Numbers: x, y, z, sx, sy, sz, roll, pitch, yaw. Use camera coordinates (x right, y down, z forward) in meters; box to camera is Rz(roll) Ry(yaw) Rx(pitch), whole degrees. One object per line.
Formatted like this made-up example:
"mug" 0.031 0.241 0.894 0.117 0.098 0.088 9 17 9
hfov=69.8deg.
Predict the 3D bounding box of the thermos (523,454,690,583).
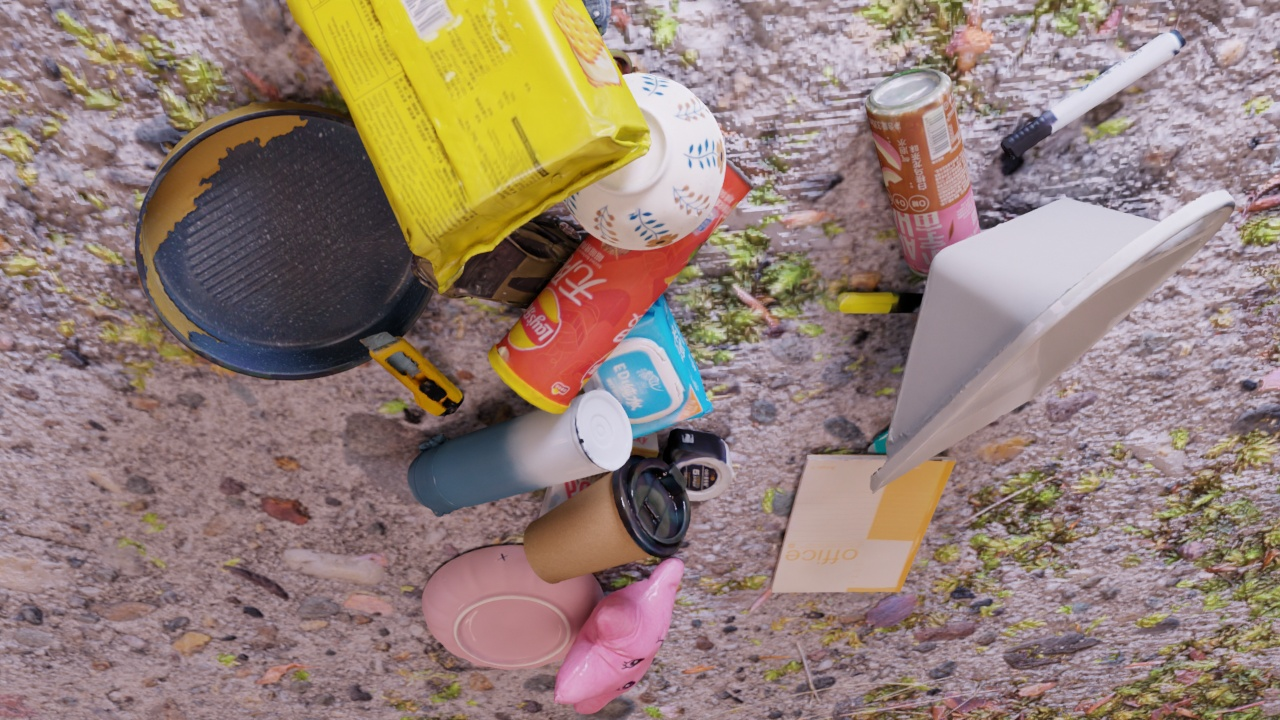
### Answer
"thermos" -0.031 0.145 0.812 0.144 0.092 0.093 -28 125 27

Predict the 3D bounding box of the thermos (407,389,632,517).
"thermos" -0.109 0.080 0.762 0.221 0.070 0.070 -18 130 36

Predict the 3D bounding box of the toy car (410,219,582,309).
"toy car" -0.096 -0.069 0.657 0.070 0.042 0.158 -49 154 22

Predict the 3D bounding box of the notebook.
"notebook" 0.217 0.168 0.921 0.146 0.010 0.207 2 130 -5

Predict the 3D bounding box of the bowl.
"bowl" -0.005 -0.128 0.581 0.113 0.062 0.113 1 94 10

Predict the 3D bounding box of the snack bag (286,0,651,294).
"snack bag" -0.110 -0.183 0.527 0.158 0.068 0.246 -27 92 16

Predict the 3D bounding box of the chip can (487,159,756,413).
"chip can" -0.015 -0.063 0.653 0.073 0.073 0.217 36 99 -28

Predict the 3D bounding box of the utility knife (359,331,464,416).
"utility knife" -0.177 0.014 0.723 0.033 0.015 0.173 -37 158 -5

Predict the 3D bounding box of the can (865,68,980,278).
"can" 0.205 -0.131 0.659 0.058 0.057 0.147 -19 127 11

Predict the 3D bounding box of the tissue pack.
"tissue pack" -0.004 0.004 0.747 0.090 0.063 0.140 -19 127 10

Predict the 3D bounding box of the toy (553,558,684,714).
"toy" -0.030 0.298 0.935 0.178 0.074 0.195 -27 144 -43

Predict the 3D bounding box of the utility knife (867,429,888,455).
"utility knife" 0.271 0.045 0.830 0.161 0.013 0.029 -38 121 24

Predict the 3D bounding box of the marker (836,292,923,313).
"marker" 0.222 -0.048 0.755 0.124 0.015 0.018 -1 129 -7

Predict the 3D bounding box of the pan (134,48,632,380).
"pan" -0.166 -0.117 0.629 0.357 0.078 0.198 -35 130 -5

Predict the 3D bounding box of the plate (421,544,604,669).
"plate" -0.133 0.270 0.962 0.192 0.039 0.193 -2 128 -3

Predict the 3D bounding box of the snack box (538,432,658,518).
"snack box" -0.044 0.125 0.864 0.084 0.026 0.157 10 127 -12

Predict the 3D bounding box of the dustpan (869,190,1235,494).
"dustpan" 0.304 -0.013 0.662 0.222 0.143 0.258 -22 126 -30

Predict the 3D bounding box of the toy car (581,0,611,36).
"toy car" -0.079 -0.219 0.580 0.120 0.036 0.054 -15 105 -1

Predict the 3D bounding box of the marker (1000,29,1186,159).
"marker" 0.318 -0.186 0.648 0.131 0.022 0.018 -34 117 22

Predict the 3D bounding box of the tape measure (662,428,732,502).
"tape measure" 0.051 0.098 0.844 0.066 0.033 0.066 11 128 -10
